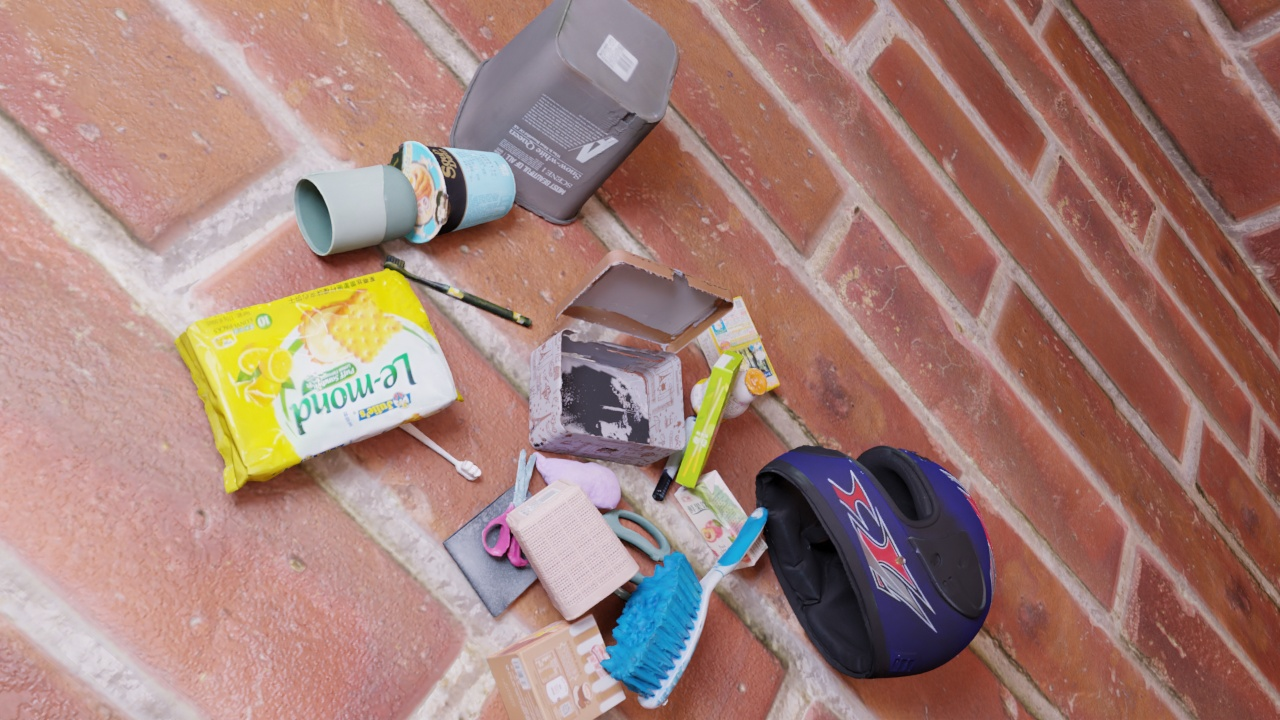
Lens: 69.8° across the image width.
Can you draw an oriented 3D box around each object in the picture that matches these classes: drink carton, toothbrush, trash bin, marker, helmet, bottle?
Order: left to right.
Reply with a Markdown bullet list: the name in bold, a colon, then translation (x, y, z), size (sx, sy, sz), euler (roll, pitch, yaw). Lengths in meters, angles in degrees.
- **toothbrush**: translation (-0.241, 0.070, 0.964), size (0.180, 0.016, 0.016), euler (40, 49, -15)
- **toothbrush**: translation (-0.207, -0.078, 1.057), size (0.185, 0.012, 0.017), euler (23, 48, -27)
- **trash bin**: translation (-0.085, -0.316, 1.114), size (0.199, 0.220, 0.198), euler (30, 56, -26)
- **marker**: translation (0.045, 0.120, 1.155), size (0.018, 0.023, 0.130), euler (20, 54, 11)
- **drink carton**: translation (0.101, 0.199, 1.142), size (0.045, 0.054, 0.122), euler (-38, 96, -42)
- **bottle**: translation (0.115, 0.042, 1.182), size (0.063, 0.109, 0.063), euler (14, 64, -32)
- **helmet**: translation (0.306, 0.227, 1.149), size (0.240, 0.248, 0.315), euler (-24, 95, -23)

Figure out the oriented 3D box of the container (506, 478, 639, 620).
- **container**: translation (-0.075, 0.188, 0.942), size (0.089, 0.090, 0.111), euler (-34, 98, -15)

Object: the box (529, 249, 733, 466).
- **box**: translation (-0.009, 0.016, 1.053), size (0.180, 0.218, 0.157), euler (16, 50, -33)

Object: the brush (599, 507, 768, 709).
- **brush**: translation (0.062, 0.246, 1.015), size (0.109, 0.061, 0.313), euler (55, 45, -24)

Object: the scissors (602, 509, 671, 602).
- **scissors**: translation (-0.033, 0.198, 1.055), size (0.179, 0.019, 0.161), euler (43, 33, 5)

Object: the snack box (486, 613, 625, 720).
- **snack box**: translation (-0.086, 0.323, 0.933), size (0.094, 0.077, 0.092), euler (-18, 82, -39)

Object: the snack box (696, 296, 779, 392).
- **snack box**: translation (0.130, -0.014, 1.268), size (0.086, 0.034, 0.140), euler (-20, 82, -40)

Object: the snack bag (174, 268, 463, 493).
- **snack bag**: translation (-0.308, 0.012, 0.896), size (0.245, 0.068, 0.158), euler (-22, 83, -35)

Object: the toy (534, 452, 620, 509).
- **toy**: translation (-0.066, 0.143, 1.046), size (0.108, 0.039, 0.083), euler (14, 40, -37)

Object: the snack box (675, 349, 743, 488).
- **snack box**: translation (0.084, 0.070, 1.115), size (0.026, 0.156, 0.085), euler (21, 17, 10)

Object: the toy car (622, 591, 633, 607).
- **toy car**: translation (0.023, 0.278, 1.063), size (0.090, 0.035, 0.042), euler (-15, 81, -42)

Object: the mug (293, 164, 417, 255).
- **mug**: translation (-0.309, -0.170, 0.982), size (0.106, 0.082, 0.112), euler (-23, 54, -40)

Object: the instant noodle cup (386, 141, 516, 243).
- **instant noodle cup**: translation (-0.211, -0.194, 1.049), size (0.120, 0.111, 0.111), euler (-17, 82, -48)

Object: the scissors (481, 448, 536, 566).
- **scissors**: translation (-0.126, 0.158, 0.996), size (0.072, 0.017, 0.136), euler (36, 48, -24)

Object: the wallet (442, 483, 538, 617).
- **wallet**: translation (-0.142, 0.200, 0.985), size (0.120, 0.019, 0.097), euler (-38, 98, -42)
